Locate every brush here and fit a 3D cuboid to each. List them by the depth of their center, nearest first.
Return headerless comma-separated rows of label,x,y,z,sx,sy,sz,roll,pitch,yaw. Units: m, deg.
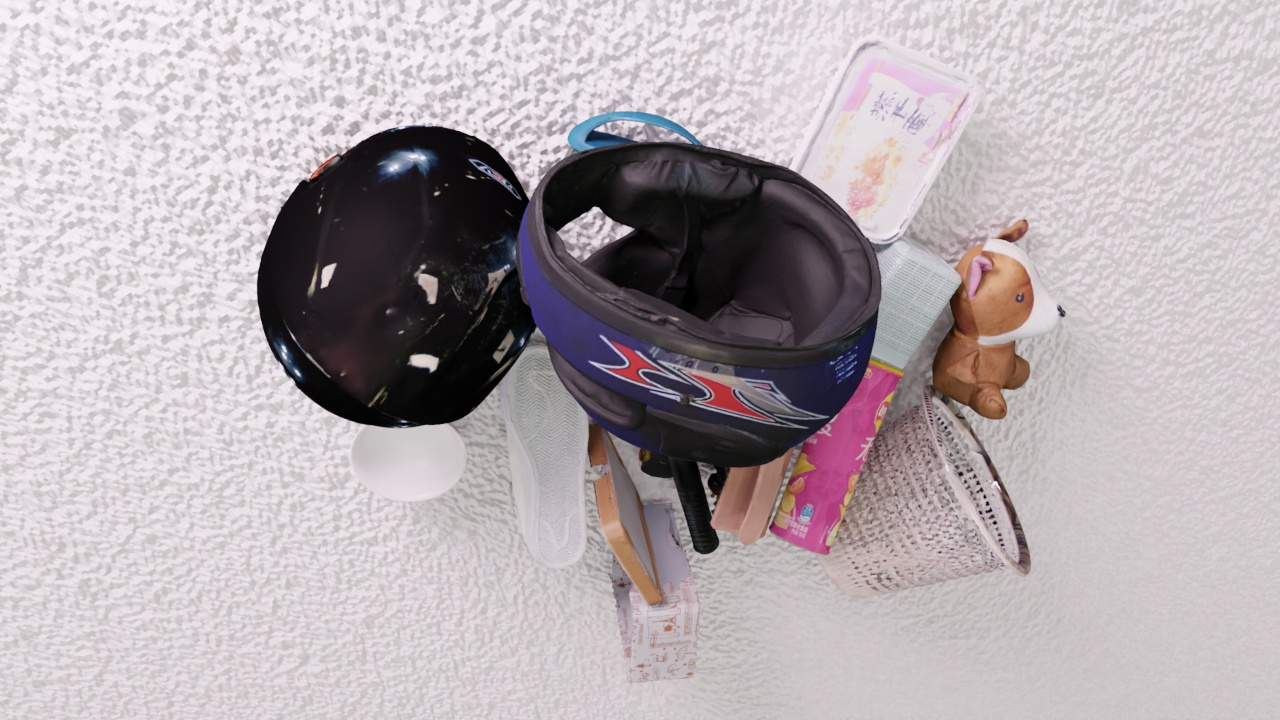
brush,0.004,-0.188,0.837,0.143,0.055,0.074,13,121,-17
brush,0.127,0.121,0.982,0.063,0.073,0.146,14,105,-14

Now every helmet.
helmet,0.037,-0.034,0.791,0.315,0.246,0.241,10,147,-14
helmet,-0.195,-0.068,0.793,0.233,0.230,0.275,34,92,-29

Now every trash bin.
trash bin,0.298,0.168,1.042,0.193,0.227,0.227,-30,123,25

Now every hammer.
hammer,0.040,0.092,0.996,0.129,0.032,0.301,-19,120,-3

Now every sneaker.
sneaker,-0.105,0.097,0.989,0.089,0.091,0.242,-8,99,-19

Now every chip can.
chip can,0.207,0.097,0.974,0.071,0.071,0.210,20,93,-21

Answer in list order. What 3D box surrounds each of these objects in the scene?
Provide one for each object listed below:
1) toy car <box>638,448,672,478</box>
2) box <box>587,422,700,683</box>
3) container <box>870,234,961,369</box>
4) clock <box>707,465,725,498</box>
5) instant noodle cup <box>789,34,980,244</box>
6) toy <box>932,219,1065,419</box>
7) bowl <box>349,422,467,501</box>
toy car,0.037,0.079,1.029,0.056,0.037,0.123,15,114,-22
box,0.000,0.213,1.025,0.105,0.178,0.261,-5,124,-7
container,0.254,-0.068,0.938,0.090,0.089,0.112,22,114,-22
clock,0.121,0.122,1.058,0.082,0.055,0.122,4,119,-13
instant noodle cup,0.213,-0.207,0.857,0.138,0.060,0.174,15,118,-18
toy,0.372,-0.039,0.960,0.131,0.139,0.200,10,121,31
bowl,-0.242,0.084,0.969,0.118,0.064,0.118,-5,123,-7
